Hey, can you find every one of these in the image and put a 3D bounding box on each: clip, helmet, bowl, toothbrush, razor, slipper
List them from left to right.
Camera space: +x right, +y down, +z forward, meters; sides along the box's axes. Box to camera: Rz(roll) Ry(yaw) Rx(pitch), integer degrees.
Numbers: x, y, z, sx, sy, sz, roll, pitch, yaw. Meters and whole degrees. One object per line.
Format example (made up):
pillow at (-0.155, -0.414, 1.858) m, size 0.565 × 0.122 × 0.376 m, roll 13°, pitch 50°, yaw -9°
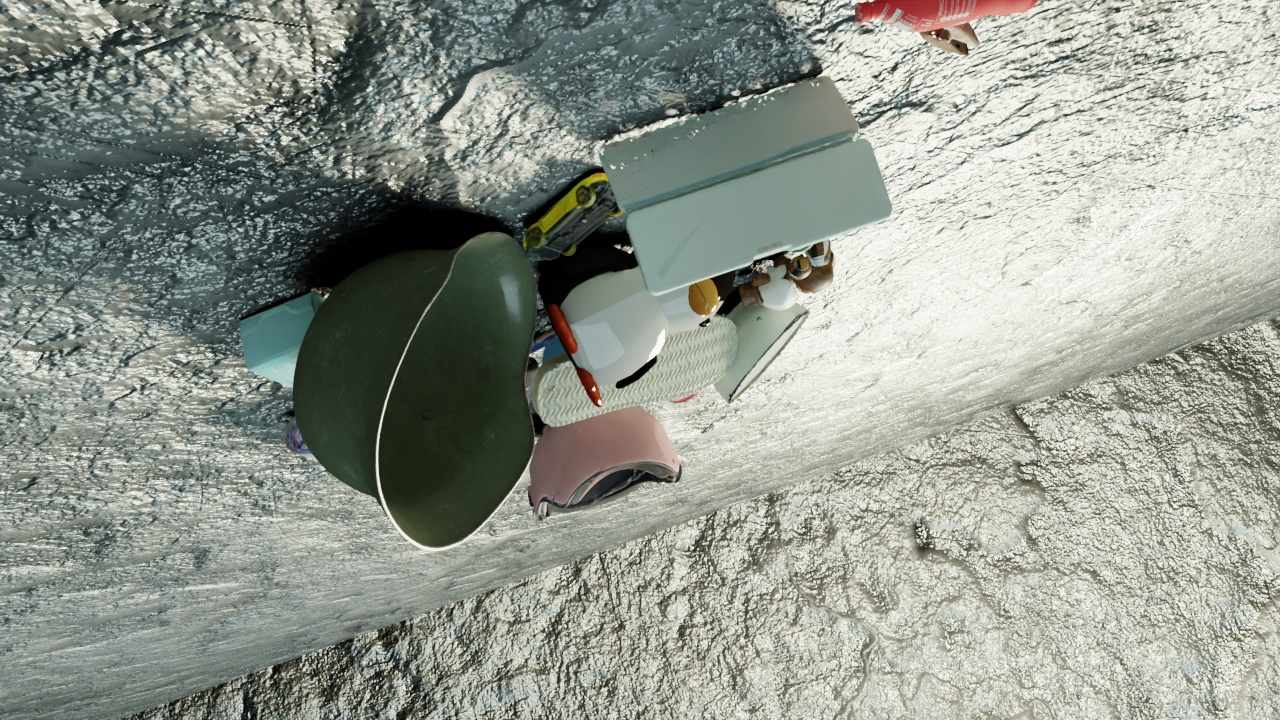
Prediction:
helmet at (-0.189, 0.006, 0.763) m, size 0.154 × 0.267 × 0.227 m, roll 14°, pitch 148°, yaw 24°
razor at (-0.150, 0.038, 1.105) m, size 0.053 × 0.063 × 0.141 m, roll -12°, pitch 162°, yaw -23°
toothbrush at (-0.099, -0.031, 1.030) m, size 0.021 × 0.017 × 0.135 m, roll 2°, pitch 152°, yaw -44°
helmet at (-0.066, 0.146, 1.365) m, size 0.230 × 0.152 × 0.256 m, roll -20°, pitch 164°, yaw -7°
slipper at (-0.006, 0.006, 1.019) m, size 0.262 × 0.052 × 0.115 m, roll -15°, pitch 125°, yaw -30°
bowl at (0.136, -0.025, 1.149) m, size 0.153 × 0.073 × 0.153 m, roll -45°, pitch 168°, yaw -13°
clip at (0.237, -0.252, 0.710) m, size 0.049 × 0.026 × 0.061 m, roll -21°, pitch 161°, yaw 12°

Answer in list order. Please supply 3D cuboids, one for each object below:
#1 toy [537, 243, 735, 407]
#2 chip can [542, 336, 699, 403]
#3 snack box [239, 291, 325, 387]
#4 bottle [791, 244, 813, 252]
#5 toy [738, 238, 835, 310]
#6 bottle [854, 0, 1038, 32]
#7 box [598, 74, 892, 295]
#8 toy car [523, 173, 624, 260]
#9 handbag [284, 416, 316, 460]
toy at (-0.001, -0.068, 0.896) m, size 0.184 × 0.140 × 0.159 m, roll -27°, pitch 130°, yaw -5°
chip can at (-0.014, 0.006, 1.116) m, size 0.087 × 0.087 × 0.213 m, roll -32°, pitch 157°, yaw 34°
snack box at (-0.290, -0.004, 0.860) m, size 0.075 × 0.053 × 0.174 m, roll -21°, pitch 161°, yaw 7°
bottle at (0.136, -0.137, 0.917) m, size 0.043 × 0.043 × 0.111 m, roll -30°, pitch 158°, yaw 31°
toy at (0.169, -0.094, 1.053) m, size 0.113 × 0.067 × 0.087 m, roll -14°, pitch 164°, yaw 14°
bottle at (0.216, -0.256, 0.644) m, size 0.141 × 0.042 × 0.042 m, roll -15°, pitch 162°, yaw -12°
box at (0.079, -0.138, 0.700) m, size 0.197 × 0.136 × 0.044 m, roll -18°, pitch 167°, yaw -4°
toy car at (-0.058, -0.121, 0.783) m, size 0.107 × 0.030 × 0.049 m, roll -36°, pitch 158°, yaw 27°
handbag at (-0.329, 0.093, 1.087) m, size 0.126 × 0.069 × 0.159 m, roll -17°, pitch 165°, yaw 0°
